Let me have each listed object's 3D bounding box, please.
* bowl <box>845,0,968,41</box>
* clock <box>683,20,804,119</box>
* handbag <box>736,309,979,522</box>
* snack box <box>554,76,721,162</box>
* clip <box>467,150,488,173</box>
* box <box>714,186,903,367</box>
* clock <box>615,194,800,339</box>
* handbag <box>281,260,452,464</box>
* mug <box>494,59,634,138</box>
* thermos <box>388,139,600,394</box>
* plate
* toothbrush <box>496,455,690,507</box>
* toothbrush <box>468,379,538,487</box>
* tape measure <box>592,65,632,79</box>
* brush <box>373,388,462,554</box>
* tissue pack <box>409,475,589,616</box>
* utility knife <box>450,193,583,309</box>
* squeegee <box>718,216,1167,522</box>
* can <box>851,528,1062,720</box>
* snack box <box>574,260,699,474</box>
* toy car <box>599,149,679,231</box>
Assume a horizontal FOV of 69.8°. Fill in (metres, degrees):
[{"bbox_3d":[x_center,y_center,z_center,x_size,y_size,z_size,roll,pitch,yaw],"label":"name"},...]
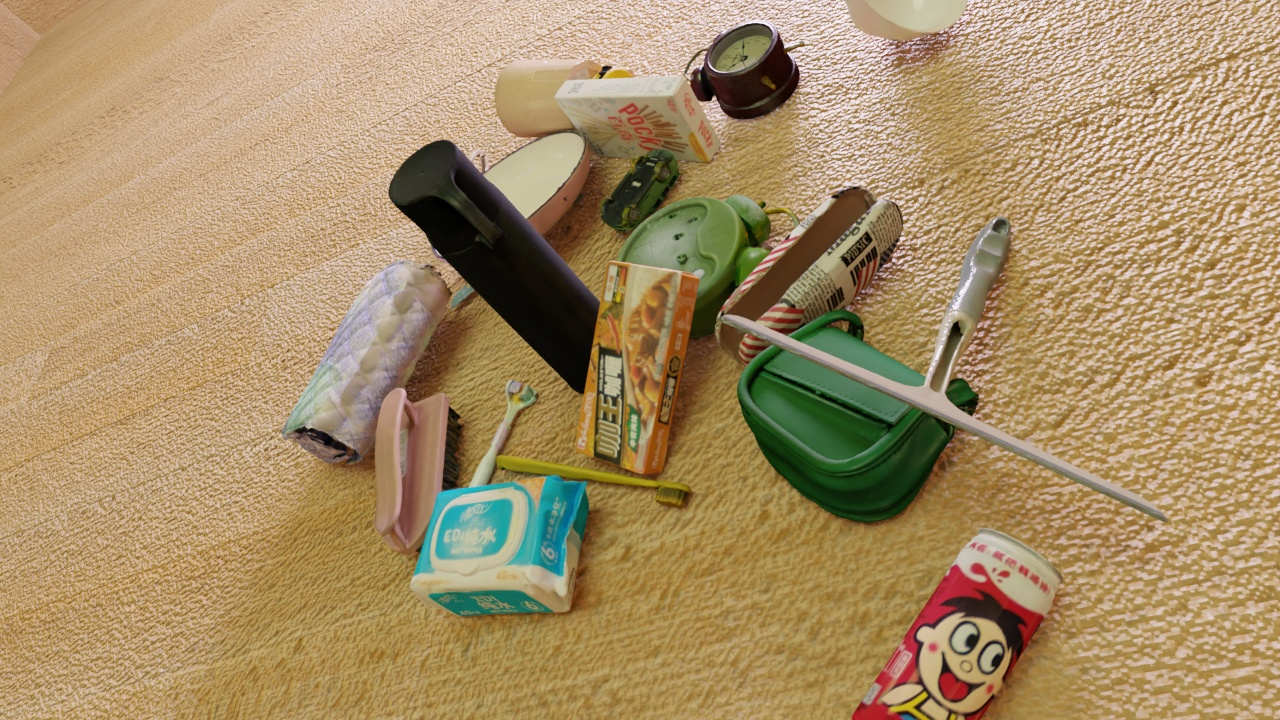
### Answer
[{"bbox_3d":[0.221,-0.326,0.811,0.118,0.118,0.065,-61,9,-19],"label":"bowl"},{"bbox_3d":[0.095,-0.279,0.878,0.122,0.055,0.082,20,71,39],"label":"clock"},{"bbox_3d":[0.139,0.033,0.607,0.120,0.068,0.131,-39,42,-10],"label":"handbag"},{"bbox_3d":[-0.005,-0.234,0.892,0.157,0.085,0.026,14,65,41],"label":"snack box"},{"bbox_3d":[-0.197,-0.204,1.038,0.034,0.060,0.097,-19,37,20],"label":"clip"},{"bbox_3d":[0.134,-0.052,0.674,0.163,0.075,0.077,-44,37,-5],"label":"box"},{"bbox_3d":[0.055,-0.079,0.752,0.161,0.056,0.116,-22,48,20],"label":"clock"},{"bbox_3d":[-0.261,0.004,0.883,0.134,0.075,0.193,-15,47,56],"label":"handbag"},{"bbox_3d":[-0.080,-0.293,1.004,0.104,0.084,0.124,13,39,39],"label":"mug"},{"bbox_3d":[-0.087,-0.058,0.701,0.068,0.242,0.090,-44,45,-1],"label":"thermos"},{"bbox_3d":[-0.125,-0.158,0.932,0.193,0.039,0.192,-26,34,19],"label":"plate"},{"bbox_3d":[-0.043,0.093,0.717,0.190,0.015,0.016,4,66,37],"label":"toothbrush"},{"bbox_3d":[-0.136,0.102,0.772,0.189,0.029,0.020,-67,7,-22],"label":"toothbrush"},{"bbox_3d":[-0.026,-0.276,0.958,0.029,0.060,0.057,12,59,42],"label":"tape measure"},{"bbox_3d":[-0.195,0.096,0.780,0.063,0.073,0.145,-20,50,20],"label":"brush"},{"bbox_3d":[-0.104,0.139,0.690,0.140,0.063,0.089,-11,52,28],"label":"tissue pack"},{"bbox_3d":[-0.128,-0.114,0.940,0.178,0.019,0.031,-46,38,3],"label":"utility knife"},{"bbox_3d":[0.202,-0.025,0.579,0.246,0.039,0.245,25,43,13],"label":"squeegee"},{"bbox_3d":[0.169,0.158,0.492,0.053,0.053,0.132,28,75,44],"label":"can"},{"bbox_3d":[-0.004,0.004,0.703,0.075,0.026,0.154,13,95,39],"label":"snack box"},{"bbox_3d":[0.001,-0.158,0.865,0.043,0.036,0.091,27,74,43],"label":"toy car"}]
